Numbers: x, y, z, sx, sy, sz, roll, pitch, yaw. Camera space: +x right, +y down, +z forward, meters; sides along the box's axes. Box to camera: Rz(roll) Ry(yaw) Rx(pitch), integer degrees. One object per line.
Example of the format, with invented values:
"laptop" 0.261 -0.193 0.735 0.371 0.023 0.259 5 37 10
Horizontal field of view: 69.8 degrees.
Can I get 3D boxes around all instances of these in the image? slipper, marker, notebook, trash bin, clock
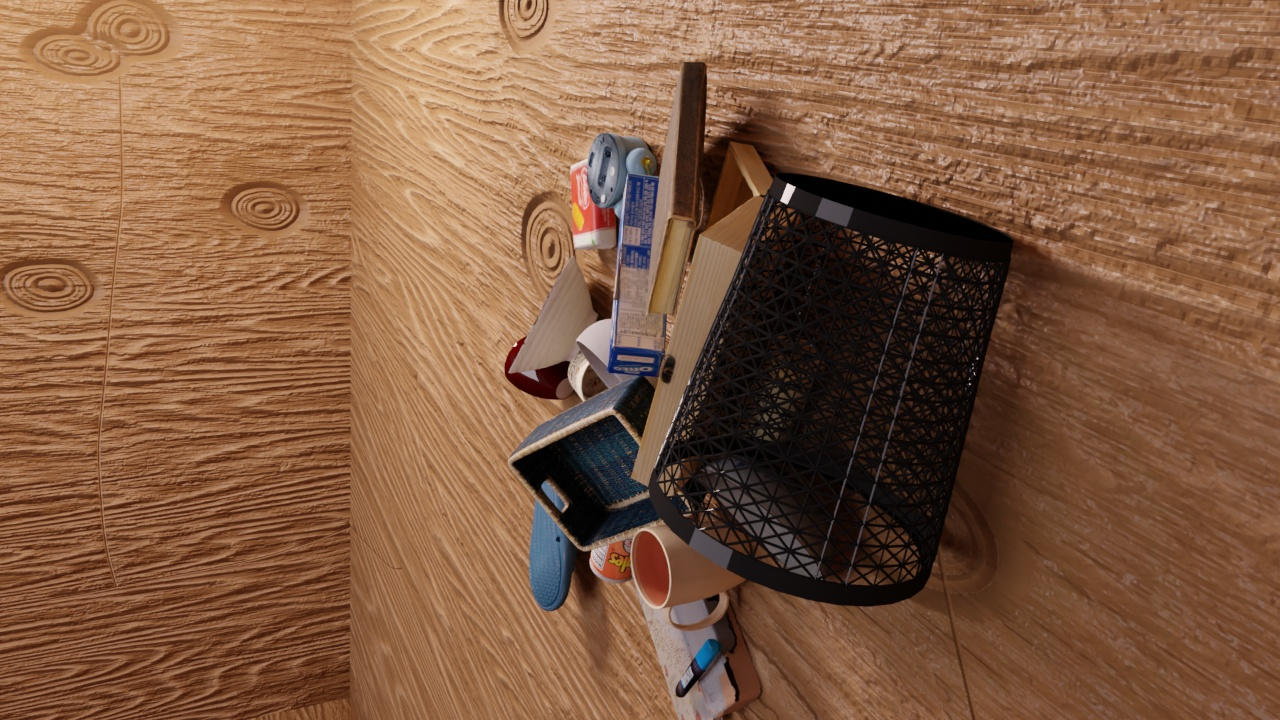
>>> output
"slipper" -0.119 0.256 1.339 0.104 0.059 0.213 -42 42 47
"marker" 0.060 0.327 0.972 0.123 0.015 0.018 112 146 -45
"notebook" 0.039 -0.175 0.872 0.191 0.034 0.215 103 174 -57
"trash bin" 0.140 0.008 0.654 0.217 0.216 0.243 42 123 54
"clock" -0.019 -0.218 1.085 0.124 0.051 0.089 52 136 46

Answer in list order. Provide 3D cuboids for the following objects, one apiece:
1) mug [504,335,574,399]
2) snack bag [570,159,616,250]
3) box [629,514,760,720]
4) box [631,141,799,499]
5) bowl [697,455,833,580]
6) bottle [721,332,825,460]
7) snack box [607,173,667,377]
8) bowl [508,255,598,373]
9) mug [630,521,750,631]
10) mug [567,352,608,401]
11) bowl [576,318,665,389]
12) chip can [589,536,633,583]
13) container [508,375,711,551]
"mug" -0.128 0.007 1.314 0.088 0.087 0.114 35 98 35
"snack bag" -0.061 -0.201 1.186 0.077 0.036 0.116 4 97 63
"box" 0.055 0.295 1.030 0.149 0.042 0.216 116 140 -51
"box" 0.070 -0.043 0.851 0.260 0.096 0.248 -82 7 -57
"bowl" 0.123 0.129 0.817 0.150 0.056 0.151 43 168 11
"bottle" 0.116 0.051 0.852 0.056 0.056 0.162 61 143 40
"snack box" 0.002 -0.094 0.970 0.059 0.059 0.225 106 169 -59
"bowl" -0.104 -0.046 1.220 0.177 0.071 0.177 -60 6 10
"mug" 0.056 0.220 0.941 0.085 0.104 0.111 1 95 63
"mug" -0.042 0.040 1.163 0.122 0.081 0.097 64 165 -17
"bowl" -0.006 0.006 1.041 0.132 0.064 0.132 48 171 10
"chip can" -0.012 0.173 1.111 0.062 0.062 0.211 54 139 46
"container" -0.032 0.114 0.994 0.188 0.071 0.145 -28 106 40
